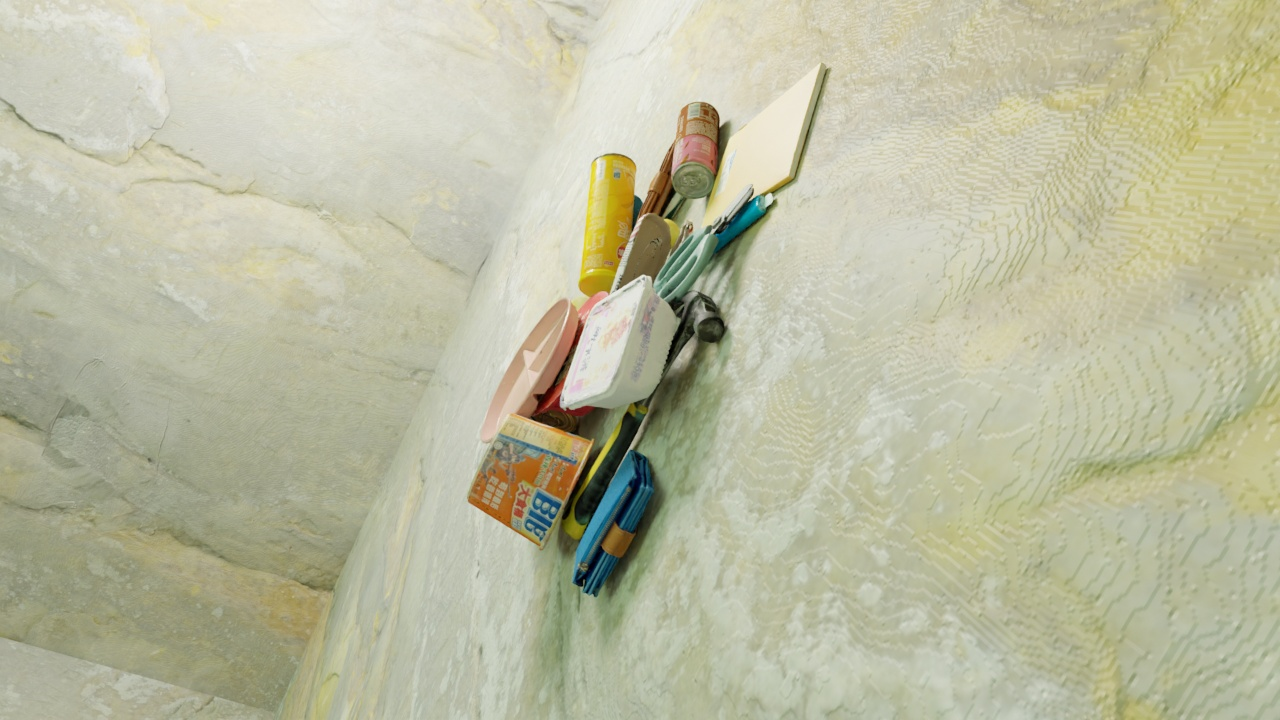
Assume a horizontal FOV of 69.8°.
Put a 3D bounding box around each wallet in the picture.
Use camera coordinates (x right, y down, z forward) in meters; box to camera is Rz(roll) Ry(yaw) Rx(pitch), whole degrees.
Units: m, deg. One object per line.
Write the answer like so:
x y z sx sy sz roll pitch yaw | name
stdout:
0.027 -0.239 1.294 0.108 0.031 0.132 170 123 -89 | wallet
-0.028 0.167 0.954 0.133 0.040 0.106 -63 9 10 | wallet

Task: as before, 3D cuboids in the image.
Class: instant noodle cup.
-0.136 0.141 1.118 0.151 0.111 0.151 -168 104 -89 | instant noodle cup
-0.075 0.004 1.229 0.194 0.066 0.193 -50 20 25 | instant noodle cup
-0.021 -0.007 1.013 0.174 0.060 0.137 -25 45 66 | instant noodle cup

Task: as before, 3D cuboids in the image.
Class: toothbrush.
0.022 -0.172 1.280 0.192 0.016 0.018 -57 30 28 | toothbrush

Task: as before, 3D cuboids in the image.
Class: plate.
-0.150 0.017 1.257 0.230 0.028 0.229 -51 19 24 | plate

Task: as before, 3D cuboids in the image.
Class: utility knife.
0.101 -0.147 1.020 0.160 0.018 0.034 -32 38 57 | utility knife

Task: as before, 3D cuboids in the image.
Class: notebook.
0.134 -0.234 1.046 0.207 0.010 0.145 -24 45 64 | notebook

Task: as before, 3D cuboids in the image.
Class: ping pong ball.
0.032 -0.165 1.200 0.040 0.040 0.040 -55 21 32 | ping pong ball

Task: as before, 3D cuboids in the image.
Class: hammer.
-0.006 0.064 1.035 0.324 0.032 0.126 -60 18 19 | hammer

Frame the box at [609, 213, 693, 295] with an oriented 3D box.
0.006 -0.104 1.125 0.076 0.087 0.162 125 163 -78 | box

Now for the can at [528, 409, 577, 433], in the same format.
-0.147 0.116 1.299 0.111 0.075 0.075 -57 20 26 | can

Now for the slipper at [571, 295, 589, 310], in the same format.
-0.115 -0.018 1.375 0.092 0.081 0.190 -1 68 68 | slipper

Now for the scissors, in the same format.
0.069 -0.136 1.033 0.185 0.019 0.129 -54 17 4 | scissors

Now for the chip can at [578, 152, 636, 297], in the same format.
-0.047 -0.195 1.324 0.072 0.072 0.213 -40 42 54 | chip can

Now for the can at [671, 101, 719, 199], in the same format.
0.073 -0.276 1.196 0.058 0.058 0.147 -49 24 42 | can

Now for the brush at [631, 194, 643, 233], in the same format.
-0.036 -0.187 1.400 0.144 0.055 0.073 -65 21 2 | brush
